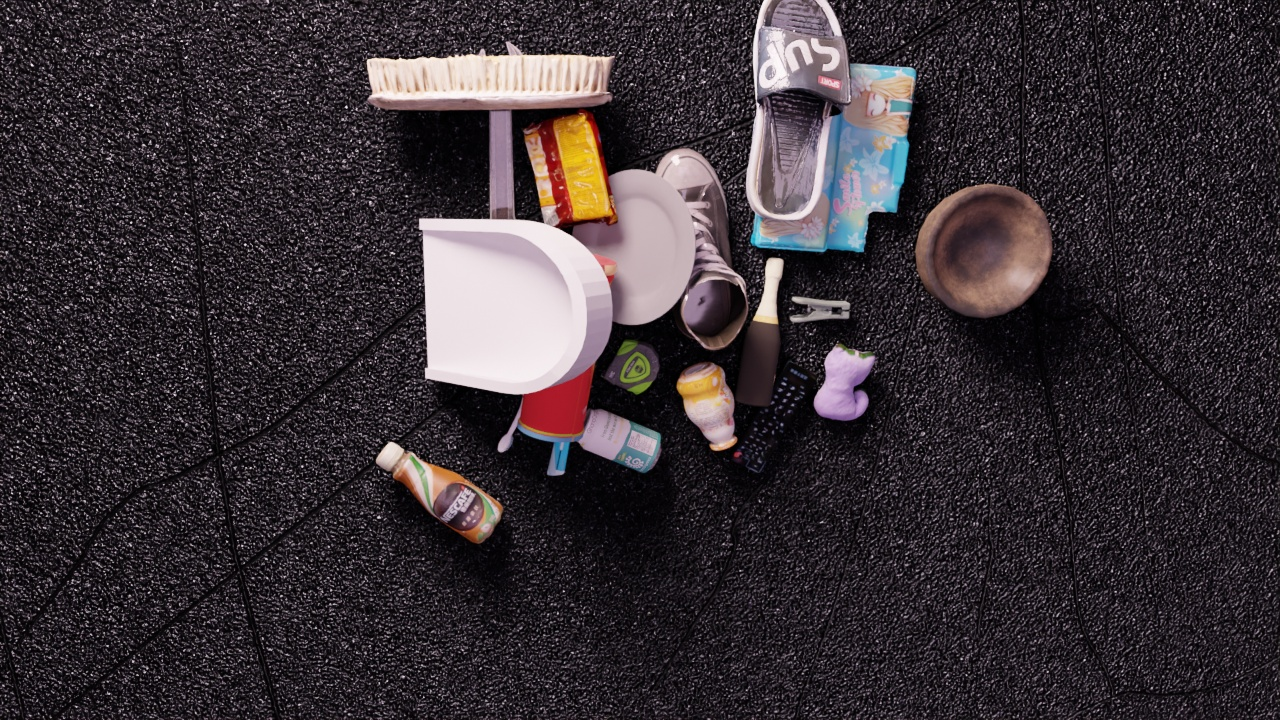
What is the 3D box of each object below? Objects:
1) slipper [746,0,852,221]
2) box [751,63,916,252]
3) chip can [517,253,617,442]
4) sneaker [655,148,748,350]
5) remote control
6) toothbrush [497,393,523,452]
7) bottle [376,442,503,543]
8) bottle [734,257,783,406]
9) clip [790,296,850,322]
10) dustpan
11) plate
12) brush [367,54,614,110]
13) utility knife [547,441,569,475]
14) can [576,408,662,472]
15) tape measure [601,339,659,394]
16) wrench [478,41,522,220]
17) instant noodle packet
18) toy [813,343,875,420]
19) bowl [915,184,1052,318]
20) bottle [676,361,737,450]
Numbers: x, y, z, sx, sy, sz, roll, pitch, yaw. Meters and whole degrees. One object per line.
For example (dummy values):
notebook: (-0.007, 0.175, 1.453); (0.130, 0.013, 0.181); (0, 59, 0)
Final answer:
slipper: (0.179, -0.290, 1.044); (0.111, 0.063, 0.264); (5, 105, -5)
box: (0.234, -0.245, 1.111); (0.181, 0.039, 0.227); (3, 103, -5)
chip can: (-0.088, -0.018, 1.075); (0.087, 0.087, 0.213); (9, 105, -9)
sneaker: (0.069, -0.130, 1.077); (0.095, 0.120, 0.235); (-5, 102, -5)
remote control: (0.172, 0.072, 1.189); (0.047, 0.022, 0.150); (27, 101, -13)
toothbrush: (-0.125, 0.018, 1.140); (0.027, 0.026, 0.223); (32, 101, 22)
bottle: (-0.252, 0.161, 1.143); (0.167, 0.059, 0.059); (38, 97, -13)
bottle: (0.155, -0.037, 1.148); (0.045, 0.045, 0.184); (8, 96, -8)
clip: (0.227, -0.064, 1.160); (0.075, 0.023, 0.037); (1, 102, -9)
dustpan: (-0.156, -0.060, 1.024); (0.258, 0.053, 0.191); (5, 101, 28)
plate: (-0.009, -0.131, 1.068); (0.179, 0.012, 0.178); (4, 96, 36)
brush: (-0.163, -0.307, 1.013); (0.271, 0.083, 0.057); (-3, 104, -5)
utility knife: (-0.096, 0.079, 1.164); (0.022, 0.015, 0.141); (9, 100, -8)
can: (-0.026, 0.100, 1.155); (0.101, 0.055, 0.055); (23, 100, -12)
tape measure: (-0.007, 0.007, 1.146); (0.058, 0.035, 0.066); (33, 102, -4)
wrench: (-0.164, -0.231, 1.081); (0.070, 0.010, 0.273); (-1, 104, -6)
instant noodle packet: (-0.080, -0.216, 1.060); (0.099, 0.039, 0.135); (-3, 108, 36)
toy: (0.266, 0.030, 1.182); (0.080, 0.036, 0.100); (11, 107, -19)
bowl: (0.416, -0.137, 1.137); (0.162, 0.070, 0.162); (-1, 104, -6)
bottle: (0.088, 0.058, 1.153); (0.063, 0.063, 0.109); (-22, 103, -1)
